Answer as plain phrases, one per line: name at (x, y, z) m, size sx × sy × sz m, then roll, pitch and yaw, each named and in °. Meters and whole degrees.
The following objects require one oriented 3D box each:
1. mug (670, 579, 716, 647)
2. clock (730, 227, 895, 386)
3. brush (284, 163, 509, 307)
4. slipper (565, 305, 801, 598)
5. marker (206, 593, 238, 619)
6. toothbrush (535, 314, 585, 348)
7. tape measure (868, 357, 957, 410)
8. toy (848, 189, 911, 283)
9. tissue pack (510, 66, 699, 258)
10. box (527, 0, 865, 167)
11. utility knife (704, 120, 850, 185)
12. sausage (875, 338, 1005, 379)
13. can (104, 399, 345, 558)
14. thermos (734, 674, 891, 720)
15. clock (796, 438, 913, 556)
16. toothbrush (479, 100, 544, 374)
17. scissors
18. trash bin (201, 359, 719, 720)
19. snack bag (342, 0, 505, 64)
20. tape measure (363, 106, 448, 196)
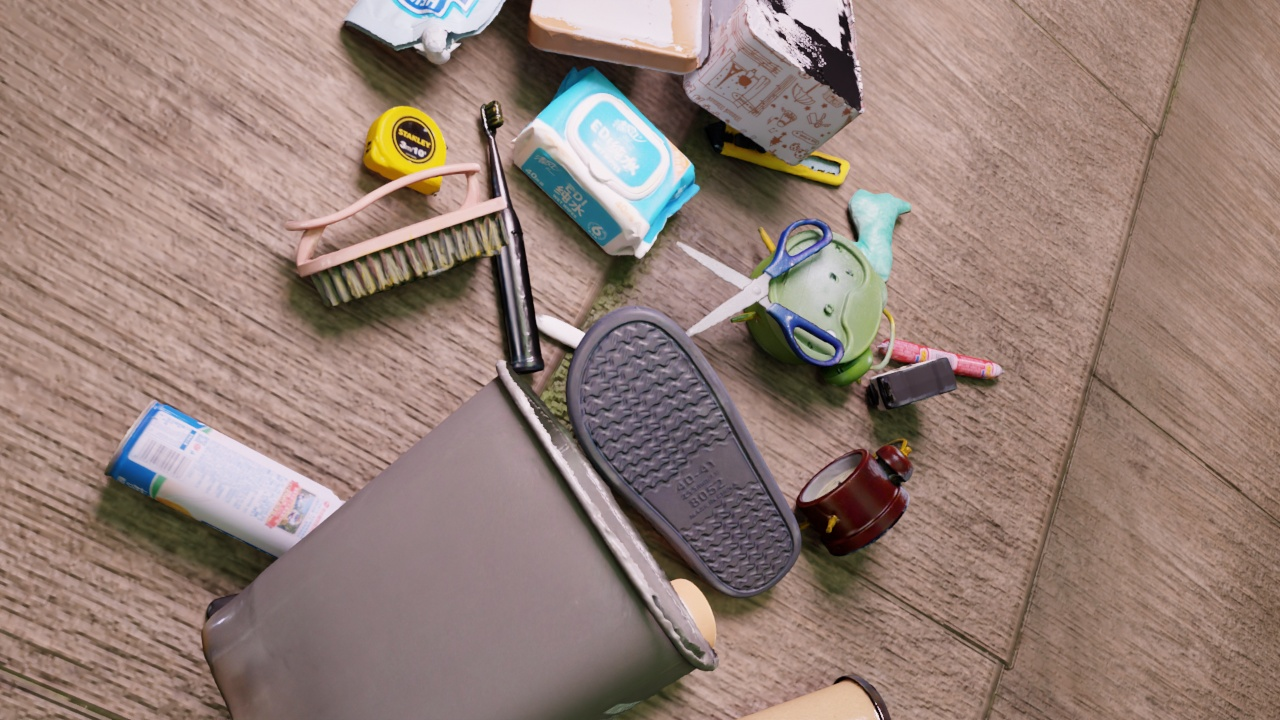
mug at (-0.010, 0.206, 0.666) m, size 0.122 × 0.078 × 0.078 m, roll -15°, pitch 88°, yaw -31°
clock at (0.160, -0.043, 0.799) m, size 0.161 × 0.056 × 0.116 m, roll 25°, pitch 72°, yaw -19°
brush at (-0.170, -0.089, 0.644) m, size 0.145 × 0.063 × 0.073 m, roll -23°, pitch 104°, yaw -22°
slipper at (0.028, 0.072, 0.709) m, size 0.110 × 0.083 × 0.268 m, roll -36°, pitch 114°, yaw -3°
marker at (-0.220, 0.151, 0.608) m, size 0.124 × 0.015 × 0.018 m, roll -10°, pitch 84°, yaw -23°
toothbrush at (-0.004, 0.004, 0.734) m, size 0.180 × 0.016 × 0.016 m, roll 26°, pitch 65°, yaw -19°
tape measure at (0.238, 0.021, 0.818) m, size 0.065 × 0.066 × 0.033 m, roll -15°, pitch 86°, yaw -8°
toy at (0.210, -0.116, 0.851) m, size 0.096 × 0.030 × 0.091 m, roll 9°, pitch 75°, yaw -18°
tissue pack at (-0.026, -0.156, 0.725) m, size 0.140 × 0.063 × 0.089 m, roll 43°, pitch 65°, yaw -13°
box at (0.049, -0.281, 0.741) m, size 0.272 × 0.107 × 0.177 m, roll 17°, pitch 52°, yaw -17°
utility knife at (0.127, -0.189, 0.830) m, size 0.154 × 0.015 × 0.033 m, roll 9°, pitch 80°, yaw -24°
sausage at (0.287, 0.000, 0.872) m, size 0.155 × 0.020 × 0.020 m, roll 11°, pitch 76°, yaw -23°
can at (-0.258, 0.080, 0.579) m, size 0.134 × 0.053 × 0.053 m, roll 32°, pitch 69°, yaw -17°
thermos at (0.129, 0.301, 0.710) m, size 0.143 × 0.093 × 0.093 m, roll -6°, pitch 83°, yaw -17°
clock at (0.184, 0.109, 0.769) m, size 0.121 × 0.082 × 0.055 m, roll -42°, pitch 93°, yaw -23°
toothbrush at (-0.101, -0.095, 0.700) m, size 0.026 × 0.027 × 0.212 m, roll -3°, pitch 82°, yaw -47°
scissors at (0.104, -0.054, 0.735) m, size 0.175 × 0.012 × 0.162 m, roll -44°, pitch 101°, yaw -24°
trash bin at (-0.097, 0.153, 0.531) m, size 0.219 × 0.199 × 0.198 m, roll -35°, pitch 70°, yaw -4°
snack bag at (-0.124, -0.292, 0.683) m, size 0.110 × 0.039 × 0.190 m, roll 36°, pitch 69°, yaw 19°
tape measure at (-0.173, -0.155, 0.674) m, size 0.060 × 0.029 × 0.057 m, roll 20°, pitch 69°, yaw -39°
